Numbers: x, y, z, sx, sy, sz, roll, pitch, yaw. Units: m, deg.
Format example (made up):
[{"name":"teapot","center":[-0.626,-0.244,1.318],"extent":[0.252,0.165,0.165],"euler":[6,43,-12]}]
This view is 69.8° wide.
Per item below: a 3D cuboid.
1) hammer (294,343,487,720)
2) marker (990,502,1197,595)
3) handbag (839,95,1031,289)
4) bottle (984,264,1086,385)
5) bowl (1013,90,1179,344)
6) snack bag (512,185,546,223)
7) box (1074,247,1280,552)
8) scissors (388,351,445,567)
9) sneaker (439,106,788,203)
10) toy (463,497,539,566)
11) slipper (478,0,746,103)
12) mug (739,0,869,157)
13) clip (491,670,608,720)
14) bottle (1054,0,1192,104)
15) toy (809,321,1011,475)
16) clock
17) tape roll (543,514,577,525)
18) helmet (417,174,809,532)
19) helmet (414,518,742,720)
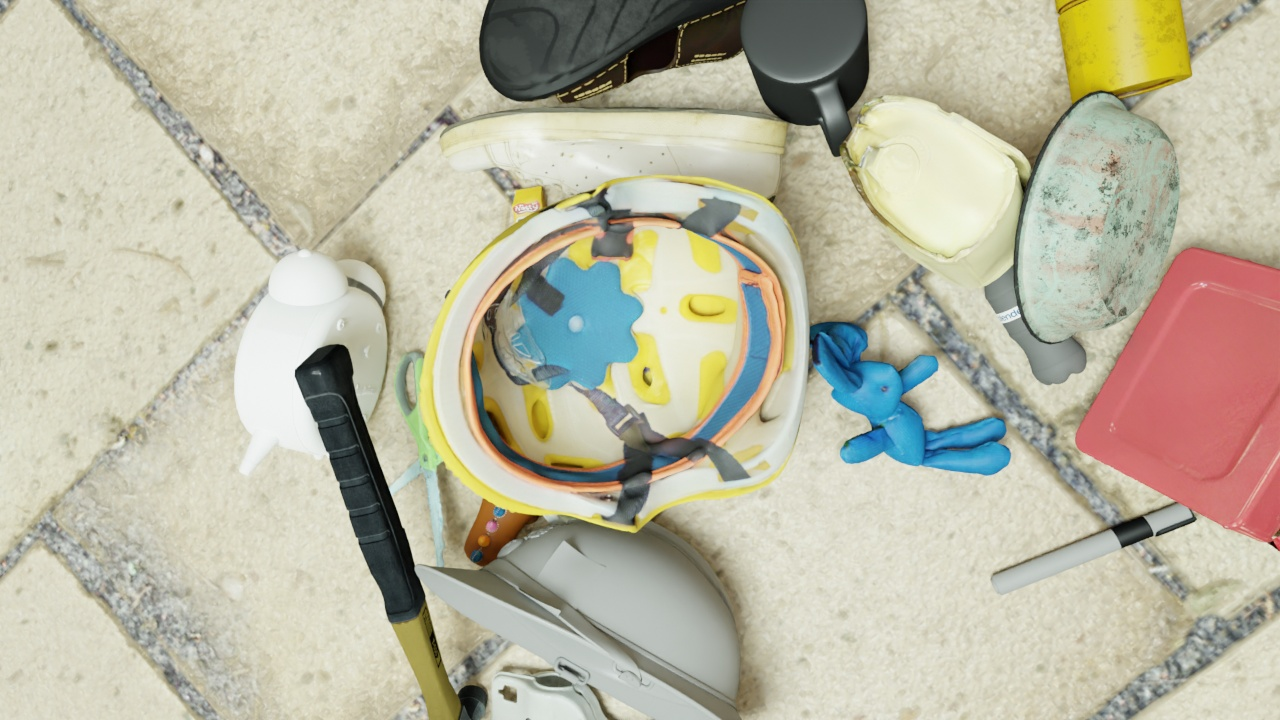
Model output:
[{"name":"hammer","center":[-0.171,0.151,0.641],"extent":[0.025,0.117,0.333],"euler":[-12,109,5]},{"name":"marker","center":[0.317,0.133,0.647],"extent":[0.141,0.016,0.016],"euler":[-26,91,12]},{"name":"handbag","center":[0.187,-0.107,0.580],"extent":[0.111,0.119,0.081],"euler":[42,104,25]},{"name":"bottle","center":[0.263,-0.036,0.628],"extent":[0.036,0.036,0.110],"euler":[-32,90,11]},{"name":"bowl","center":[0.287,-0.083,0.564],"extent":[0.039,0.157,0.157],"euler":[20,101,46]},{"name":"snack bag","center":[-0.078,-0.081,0.693],"extent":[0.026,0.020,0.099],"euler":[-7,95,9]},{"name":"box","center":[0.390,0.026,0.583],"extent":[0.168,0.153,0.157],"euler":[32,101,27]},{"name":"scissors","center":[-0.160,0.074,0.700],"extent":[0.174,0.022,0.171],"euler":[-16,81,31]},{"name":"sneaker","center":[-0.019,-0.127,0.651],"extent":[0.241,0.088,0.102],"euler":[2,105,6]},{"name":"toy","center":[-0.102,0.108,0.673],"extent":[0.070,0.103,0.090],"euler":[25,78,7]},{"name":"slipper","center":[0.013,-0.252,0.629],"extent":[0.267,0.076,0.113],"euler":[-28,84,-7]},{"name":"mug","center":[0.116,-0.190,0.604],"extent":[0.078,0.088,0.113],"euler":[-20,82,13]},{"name":"clip","center":[-0.052,0.310,0.713],"extent":[0.143,0.072,0.124],"euler":[2,99,17]},{"name":"bottle","center":[0.299,-0.253,0.585],"extent":[0.071,0.071,0.164],"euler":[-11,94,11]},{"name":"toy","center":[0.173,0.026,0.633],"extent":[0.176,0.112,0.071],"euler":[32,124,-16]},{"name":"clock","center":[-0.231,0.003,0.675],"extent":[0.073,0.125,0.161],"euler":[11,92,9]},{"name":"tape roll","center":[-0.032,0.088,0.675],"extent":[0.093,0.013,0.093],"euler":[-13,125,-20]},{"name":"helmet","center":[-0.022,-0.013,0.577],"extent":[0.239,0.139,0.209],"euler":[-10,109,-13]},{"name":"helmet","center":[-0.014,0.168,0.651],"extent":[0.271,0.184,0.117],"euler":[32,65,-7]}]
